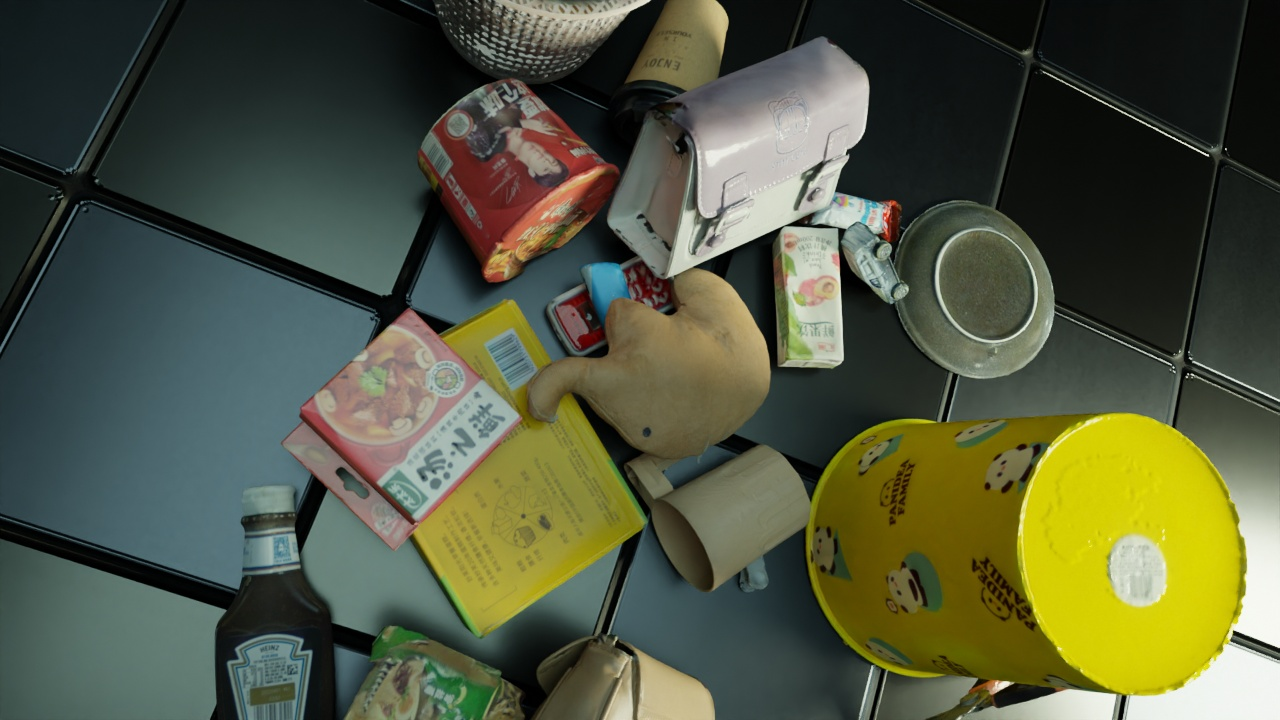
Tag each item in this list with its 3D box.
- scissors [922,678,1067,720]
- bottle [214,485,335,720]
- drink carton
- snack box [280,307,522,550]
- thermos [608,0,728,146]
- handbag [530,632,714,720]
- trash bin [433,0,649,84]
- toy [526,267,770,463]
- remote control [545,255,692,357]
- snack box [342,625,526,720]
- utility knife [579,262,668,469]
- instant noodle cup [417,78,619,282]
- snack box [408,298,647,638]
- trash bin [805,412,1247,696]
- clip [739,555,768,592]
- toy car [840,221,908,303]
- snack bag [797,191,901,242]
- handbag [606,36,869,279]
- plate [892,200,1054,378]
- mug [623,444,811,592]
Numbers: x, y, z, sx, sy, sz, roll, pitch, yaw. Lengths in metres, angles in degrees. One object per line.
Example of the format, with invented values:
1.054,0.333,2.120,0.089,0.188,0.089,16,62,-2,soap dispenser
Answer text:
0.293,0.276,0.759,0.226,0.190,0.015,-17,77,-39,scissors
-0.265,0.189,0.665,0.079,0.044,0.194,-4,80,-16,bottle
0.149,-0.055,0.821,0.053,0.045,0.122,1,78,-6,drink carton
-0.167,0.049,0.642,0.113,0.044,0.127,44,74,-3,snack box
0.031,-0.249,0.804,0.093,0.093,0.143,22,68,-11,thermos
-0.022,0.279,0.648,0.100,0.204,0.147,11,68,29,handbag
-0.083,-0.329,0.727,0.227,0.192,0.227,3,80,-15,trash bin
0.018,0.013,0.721,0.225,0.083,0.143,-28,83,-41,toy
-0.013,-0.054,0.789,0.135,0.020,0.056,-28,88,-18,remote control
-0.155,0.260,0.650,0.117,0.106,0.118,28,73,-7,snack box
-0.005,0.004,0.769,0.034,0.018,0.187,-24,100,-22,utility knife
-0.101,-0.147,0.727,0.137,0.138,0.108,-37,85,-18,instant noodle cup
-0.117,0.081,0.710,0.157,0.070,0.210,-31,90,-18,snack box
0.288,0.145,0.714,0.229,0.256,0.229,3,79,-16,trash bin
0.094,0.168,0.781,0.024,0.026,0.056,5,69,-16,clip
0.211,-0.086,0.830,0.034,0.043,0.090,-38,131,1,toy car
0.196,-0.139,0.859,0.105,0.026,0.045,9,81,-12,snack bag
0.085,-0.165,0.747,0.196,0.145,0.098,-28,60,-30,handbag
0.328,-0.071,0.885,0.179,0.024,0.179,3,80,-16,plate
0.063,0.111,0.754,0.103,0.084,0.124,-27,65,-24,mug
